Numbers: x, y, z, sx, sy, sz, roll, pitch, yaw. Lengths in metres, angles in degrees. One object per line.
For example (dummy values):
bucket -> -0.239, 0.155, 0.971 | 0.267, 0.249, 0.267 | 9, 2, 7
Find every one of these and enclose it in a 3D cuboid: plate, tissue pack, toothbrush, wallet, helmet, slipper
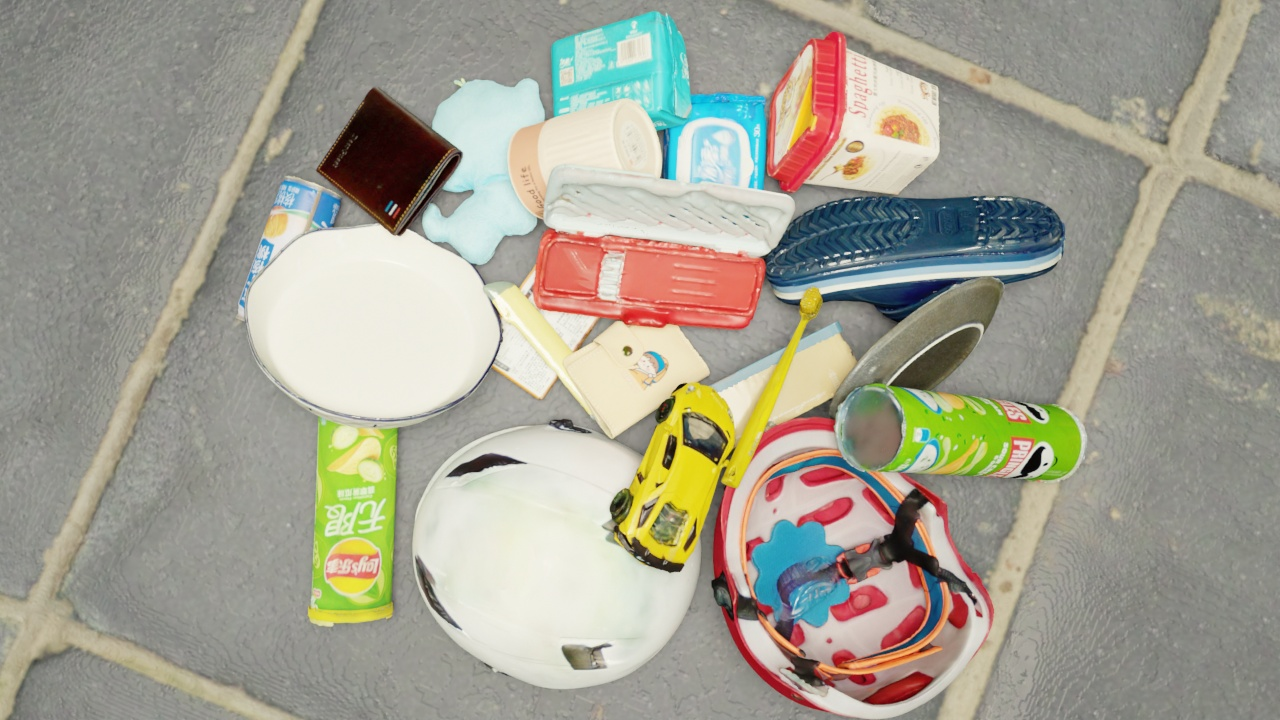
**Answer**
plate -> 0.237, 0.001, 0.771 | 0.179, 0.179, 0.024 | -33, 65, -3
tissue pack -> 0.066, -0.168, 0.834 | 0.095, 0.052, 0.157 | 3, 87, -1
toothbrush -> 0.109, 0.018, 0.744 | 0.016, 0.017, 0.189 | 18, 65, 22
wallet -> -0.005, 0.005, 0.820 | 0.115, 0.024, 0.087 | -32, 81, -23
plate -> -0.224, -0.027, 0.777 | 0.204, 0.046, 0.204 | 12, 52, -16
wallet -> -0.227, -0.179, 0.823 | 0.122, 0.020, 0.096 | 39, 91, 24
helmet -> 0.151, 0.178, 0.773 | 0.206, 0.144, 0.240 | -22, 76, -20
slipper -> 0.240, -0.088, 0.819 | 0.253, 0.104, 0.095 | -6, 128, 11
helmet -> -0.076, 0.166, 0.767 | 0.258, 0.146, 0.229 | 20, 86, 0
tissue pack -> -0.022, -0.247, 0.819 | 0.134, 0.050, 0.093 | -4, 87, 30

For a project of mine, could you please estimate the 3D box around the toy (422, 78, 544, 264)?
toy -> -0.143, -0.181, 0.832 | 0.161, 0.049, 0.156 | -34, 89, 6

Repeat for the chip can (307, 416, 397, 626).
chip can -> -0.249, 0.114, 0.802 | 0.072, 0.072, 0.221 | 1, 87, -1

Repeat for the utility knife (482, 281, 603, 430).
utility knife -> -0.077, -0.006, 0.810 | 0.030, 0.018, 0.167 | -41, 91, -21

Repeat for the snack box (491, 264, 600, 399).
snack box -> -0.077, -0.047, 0.838 | 0.075, 0.026, 0.153 | 35, 87, 0

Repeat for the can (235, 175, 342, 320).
can -> -0.315, -0.093, 0.821 | 0.053, 0.053, 0.134 | 18, 87, 0

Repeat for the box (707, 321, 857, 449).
box -> 0.112, 0.028, 0.808 | 0.184, 0.090, 0.062 | -28, 87, -5

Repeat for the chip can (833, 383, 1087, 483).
chip can -> 0.270, 0.063, 0.763 | 0.235, 0.072, 0.072 | 7, 86, -32

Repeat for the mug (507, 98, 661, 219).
mug -> -0.038, -0.164, 0.792 | 0.106, 0.114, 0.081 | -8, 60, 32

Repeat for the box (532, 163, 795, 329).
box -> 0.015, -0.096, 0.776 | 0.201, 0.161, 0.058 | 6, 44, -10

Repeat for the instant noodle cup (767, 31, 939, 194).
instant noodle cup -> 0.188, -0.208, 0.809 | 0.124, 0.117, 0.116 | 10, 69, -13

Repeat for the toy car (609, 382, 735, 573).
toy car -> 0.030, 0.087, 0.717 | 0.071, 0.041, 0.155 | 34, 67, -23
